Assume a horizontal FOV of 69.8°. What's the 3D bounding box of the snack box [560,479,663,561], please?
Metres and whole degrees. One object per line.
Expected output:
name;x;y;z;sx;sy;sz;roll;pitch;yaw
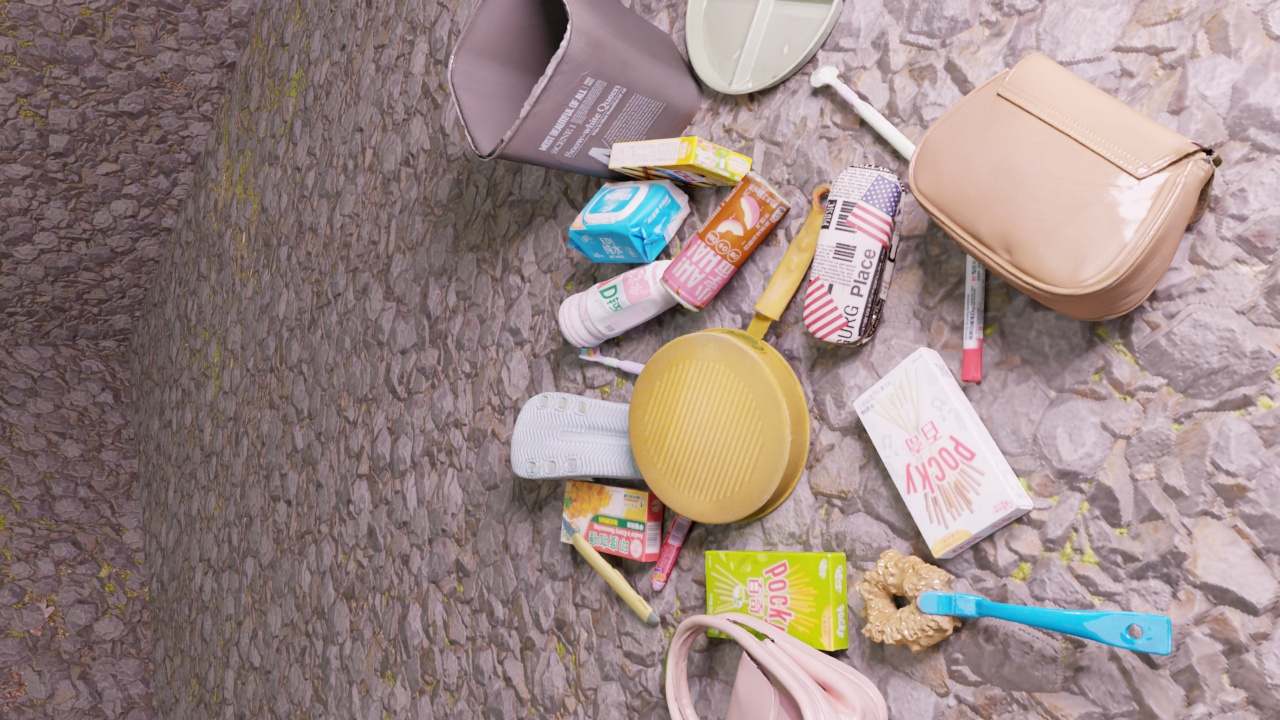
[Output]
snack box;-0.035;0.183;1.065;0.156;0.027;0.077;-1;85;49

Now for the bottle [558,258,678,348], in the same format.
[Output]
bottle;-0.009;-0.070;1.055;0.197;0.068;0.068;-21;68;41

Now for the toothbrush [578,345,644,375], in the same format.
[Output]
toothbrush;-0.006;0.006;1.071;0.189;0.029;0.021;16;135;48

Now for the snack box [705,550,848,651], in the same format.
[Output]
snack box;0.126;0.224;0.873;0.157;0.026;0.085;-11;76;47

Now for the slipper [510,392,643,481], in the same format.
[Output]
slipper;-0.050;0.092;1.070;0.246;0.074;0.104;0;82;33

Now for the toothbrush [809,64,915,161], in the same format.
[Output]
toothbrush;0.219;-0.221;0.852;0.029;0.020;0.189;-34;54;2

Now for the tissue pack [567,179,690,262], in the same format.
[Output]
tissue pack;-0.016;-0.161;1.052;0.140;0.063;0.089;9;56;50

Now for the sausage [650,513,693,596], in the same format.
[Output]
sausage;0.040;0.186;0.983;0.020;0.020;0.156;37;111;46

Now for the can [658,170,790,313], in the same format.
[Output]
can;0.086;-0.120;0.934;0.147;0.058;0.058;-49;48;14

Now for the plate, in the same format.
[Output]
plate;0.135;-0.393;0.974;0.231;0.027;0.230;-11;75;47

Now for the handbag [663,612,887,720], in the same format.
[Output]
handbag;0.098;0.327;0.830;0.234;0.093;0.193;35;116;51

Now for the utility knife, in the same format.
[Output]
utility knife;-0.039;0.240;1.041;0.177;0.019;0.031;37;133;27

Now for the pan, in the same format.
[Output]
pan;0.108;-0.006;0.908;0.198;0.078;0.358;30;110;32

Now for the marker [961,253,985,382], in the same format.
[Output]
marker;0.276;-0.055;0.757;0.017;0.017;0.145;-2;82;49

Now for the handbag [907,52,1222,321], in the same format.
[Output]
handbag;0.306;-0.127;0.679;0.148;0.099;0.204;-52;48;19

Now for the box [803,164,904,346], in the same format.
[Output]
box;0.190;-0.095;0.820;0.075;0.076;0.163;17;93;44

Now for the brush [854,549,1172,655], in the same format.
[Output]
brush;0.266;0.191;0.695;0.255;0.045;0.083;-10;72;54

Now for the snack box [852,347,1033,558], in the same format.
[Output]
snack box;0.246;0.075;0.762;0.085;0.026;0.156;-46;51;34

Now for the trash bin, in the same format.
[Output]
trash bin;-0.070;-0.319;1.051;0.200;0.219;0.198;-47;50;32

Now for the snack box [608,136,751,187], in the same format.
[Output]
snack box;0.042;-0.215;1.003;0.141;0.086;0.033;8;89;49
